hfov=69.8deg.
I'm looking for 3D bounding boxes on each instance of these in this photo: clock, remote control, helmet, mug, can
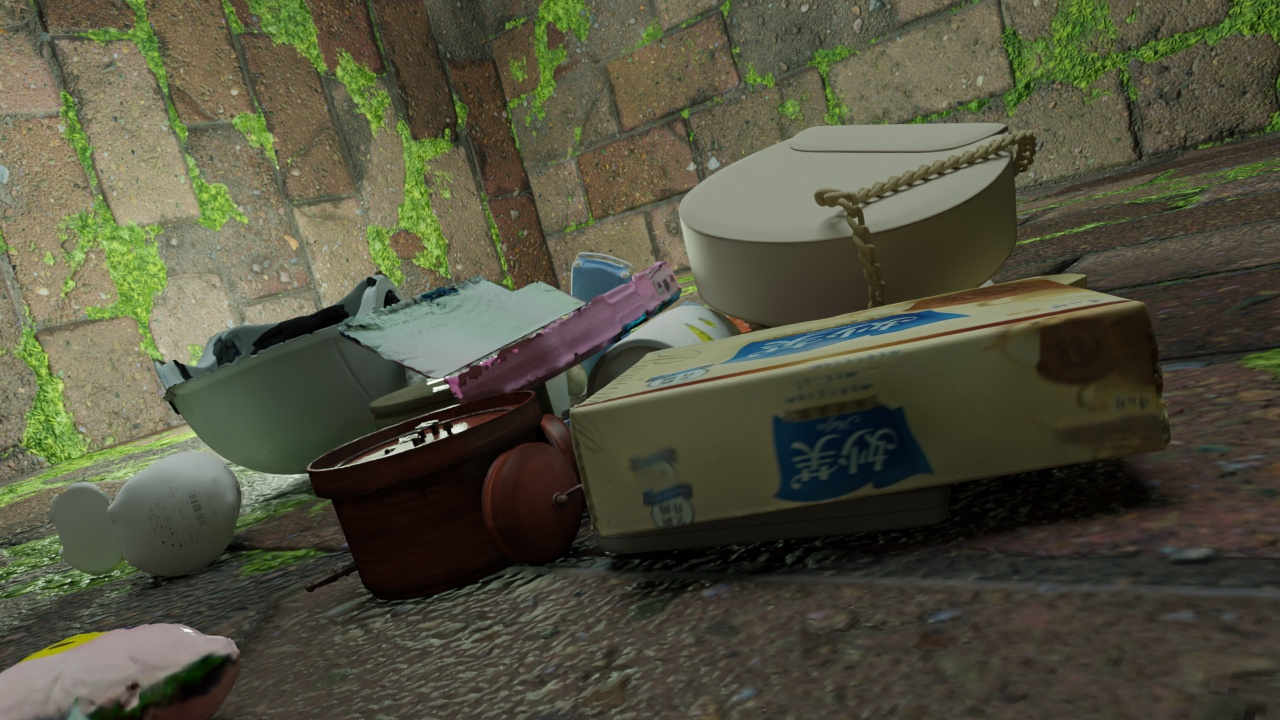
[{"bbox_3d":[-0.085,0.064,0.464,0.158,0.072,0.120,-15,7,6],"label":"clock"},{"bbox_3d":[0.055,0.061,0.395,0.151,0.019,0.074,-10,6,23],"label":"remote control"},{"bbox_3d":[-0.323,0.028,0.898,0.236,0.164,0.264,-23,14,-6],"label":"helmet"},{"bbox_3d":[0.021,0.014,0.593,0.083,0.082,0.106,-12,9,22],"label":"mug"},{"bbox_3d":[-0.124,0.048,0.662,0.128,0.073,0.127,-15,7,2],"label":"can"}]

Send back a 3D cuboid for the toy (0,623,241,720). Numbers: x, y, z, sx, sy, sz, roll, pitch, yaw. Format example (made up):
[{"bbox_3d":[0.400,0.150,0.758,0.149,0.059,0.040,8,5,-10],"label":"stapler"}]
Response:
[{"bbox_3d":[-0.198,0.124,0.329,0.102,0.050,0.093,-16,1,-27],"label":"toy"}]

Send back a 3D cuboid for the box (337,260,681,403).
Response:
[{"bbox_3d":[-0.074,-0.021,0.626,0.159,0.066,0.230,1,15,20],"label":"box"}]

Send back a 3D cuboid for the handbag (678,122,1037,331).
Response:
[{"bbox_3d":[0.136,-0.103,0.616,0.211,0.103,0.208,13,39,43],"label":"handbag"}]

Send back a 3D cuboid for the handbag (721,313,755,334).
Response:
[{"bbox_3d":[0.129,-0.064,0.835,0.109,0.060,0.171,-15,28,29],"label":"handbag"}]

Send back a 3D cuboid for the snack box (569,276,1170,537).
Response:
[{"bbox_3d":[0.090,0.013,0.398,0.208,0.055,0.153,-11,6,13],"label":"snack box"}]

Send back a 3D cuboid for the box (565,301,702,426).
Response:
[{"bbox_3d":[0.005,0.013,0.790,0.121,0.049,0.209,-50,-5,20],"label":"box"}]

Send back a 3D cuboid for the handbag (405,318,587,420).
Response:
[{"bbox_3d":[-0.132,0.011,0.844,0.172,0.112,0.123,-11,-1,36],"label":"handbag"}]

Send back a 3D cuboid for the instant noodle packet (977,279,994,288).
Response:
[{"bbox_3d":[0.229,-0.060,0.891,0.164,0.084,0.220,-15,18,-2],"label":"instant noodle packet"}]

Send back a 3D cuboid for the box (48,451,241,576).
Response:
[{"bbox_3d":[-0.357,0.114,0.648,0.143,0.083,0.137,-23,8,-17],"label":"box"}]

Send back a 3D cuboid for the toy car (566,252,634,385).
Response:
[{"bbox_3d":[-0.038,-0.032,0.865,0.056,0.154,0.054,14,45,10],"label":"toy car"}]

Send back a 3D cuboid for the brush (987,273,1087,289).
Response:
[{"bbox_3d":[0.172,-0.003,0.552,0.228,0.043,0.089,-18,7,-21],"label":"brush"}]
